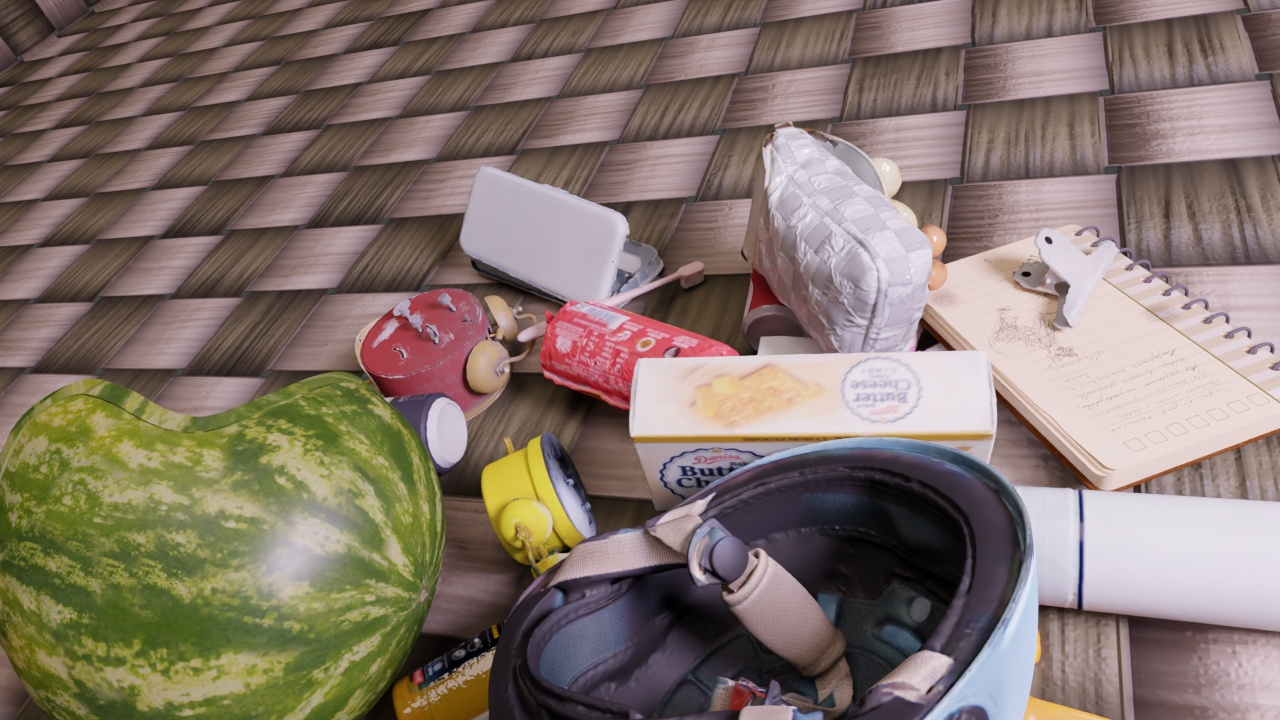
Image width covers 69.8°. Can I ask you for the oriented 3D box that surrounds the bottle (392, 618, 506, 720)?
[{"bbox_3d":[-0.057,0.174,0.562,0.186,0.053,0.053,-28,41,-7],"label":"bottle"}]

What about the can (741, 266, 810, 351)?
[{"bbox_3d":[0.113,-0.053,0.735,0.054,0.054,0.096,-3,44,20],"label":"can"}]

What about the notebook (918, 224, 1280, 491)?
[{"bbox_3d":[0.303,-0.016,0.617,0.167,0.024,0.225,-17,40,-10],"label":"notebook"}]

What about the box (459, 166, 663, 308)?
[{"bbox_3d":[-0.091,-0.120,0.856,0.217,0.110,0.107,20,59,38],"label":"box"}]

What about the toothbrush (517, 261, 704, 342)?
[{"bbox_3d":[-0.022,-0.048,0.788,0.181,0.018,0.015,-22,46,-20],"label":"toothbrush"}]

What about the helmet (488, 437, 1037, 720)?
[{"bbox_3d":[0.070,0.150,0.443,0.265,0.167,0.225,-33,25,-13],"label":"helmet"}]

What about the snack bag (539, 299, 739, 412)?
[{"bbox_3d":[-0.004,0.004,0.707,0.176,0.082,0.082,20,55,38],"label":"snack bag"}]

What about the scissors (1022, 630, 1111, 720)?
[{"bbox_3d":[0.187,0.183,0.480,0.129,0.011,0.125,-17,39,8],"label":"scissors"}]

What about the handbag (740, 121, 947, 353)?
[{"bbox_3d":[0.149,-0.078,0.644,0.123,0.113,0.171,-11,45,-19],"label":"handbag"}]

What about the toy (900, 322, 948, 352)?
[{"bbox_3d":[0.177,0.010,0.649,0.125,0.037,0.076,-34,41,-29],"label":"toy"}]

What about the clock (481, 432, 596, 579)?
[{"bbox_3d":[-0.066,0.104,0.622,0.057,0.083,0.118,-24,38,5],"label":"clock"}]

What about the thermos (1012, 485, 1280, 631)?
[{"bbox_3d":[0.311,0.104,0.470,0.230,0.068,0.067,0,45,24],"label":"thermos"}]

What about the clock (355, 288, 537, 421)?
[{"bbox_3d":[-0.165,-0.012,0.789,0.159,0.081,0.116,-10,42,13],"label":"clock"}]

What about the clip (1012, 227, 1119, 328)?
[{"bbox_3d":[0.292,-0.062,0.640,0.054,0.038,0.101,37,54,14],"label":"clip"}]

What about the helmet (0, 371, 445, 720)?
[{"bbox_3d":[-0.246,0.129,0.567,0.247,0.213,0.242,-3,67,9],"label":"helmet"}]

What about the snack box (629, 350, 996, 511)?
[{"bbox_3d":[0.103,0.047,0.566,0.208,0.104,0.057,-1,55,11],"label":"snack box"}]

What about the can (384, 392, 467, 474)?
[{"bbox_3d":[-0.208,0.062,0.741,0.127,0.064,0.064,-6,43,18],"label":"can"}]

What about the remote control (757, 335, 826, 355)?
[{"bbox_3d":[0.102,0.045,0.648,0.050,0.024,0.143,4,58,14],"label":"remote control"}]
